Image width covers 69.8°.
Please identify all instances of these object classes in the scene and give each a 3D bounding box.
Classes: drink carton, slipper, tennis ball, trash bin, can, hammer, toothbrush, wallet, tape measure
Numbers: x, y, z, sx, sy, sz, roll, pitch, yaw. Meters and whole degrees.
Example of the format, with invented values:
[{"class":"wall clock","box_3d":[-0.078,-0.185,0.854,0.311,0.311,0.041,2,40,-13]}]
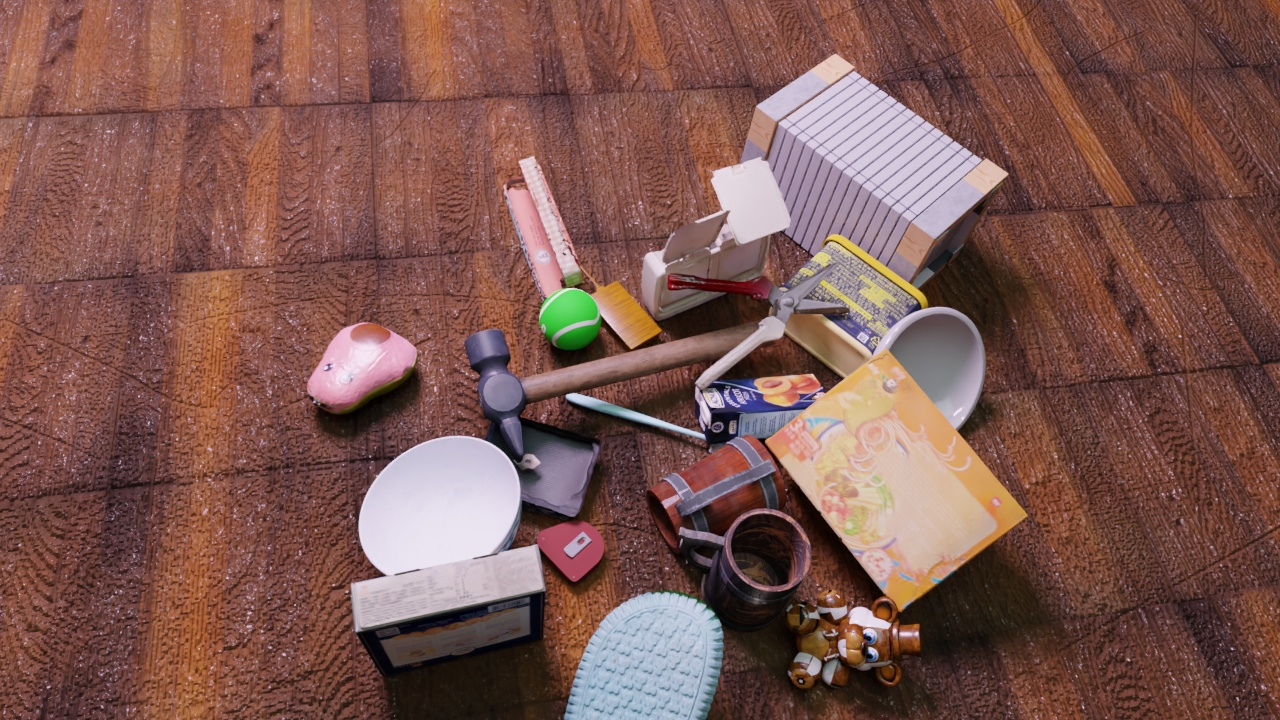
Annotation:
[{"class":"drink carton","box_3d":[0.123,0.049,0.936,0.130,0.040,0.064,-4,29,-9]},{"class":"slipper","box_3d":[-0.013,0.322,0.746,0.116,0.069,0.275,17,72,5]},{"class":"tennis ball","box_3d":[-0.074,-0.043,0.967,0.065,0.065,0.065,3,58,-5]},{"class":"trash bin","box_3d":[0.256,-0.203,1.062,0.142,0.143,0.247,-38,69,-26]},{"class":"can","box_3d":[0.225,-0.055,1.007,0.135,0.075,0.104,40,64,17]},{"class":"hammer","box_3d":[-0.006,0.005,0.929,0.321,0.040,0.129,-14,75,-19]},{"class":"toothbrush","box_3d":[0.008,0.064,0.939,0.181,0.017,0.016,18,29,7]},{"class":"wallet","box_3d":[-0.103,0.102,0.894,0.115,0.026,0.089,16,57,4]},{"class":"tape measure","box_3d":[-0.064,0.173,0.859,0.059,0.019,0.051,42,63,18]}]

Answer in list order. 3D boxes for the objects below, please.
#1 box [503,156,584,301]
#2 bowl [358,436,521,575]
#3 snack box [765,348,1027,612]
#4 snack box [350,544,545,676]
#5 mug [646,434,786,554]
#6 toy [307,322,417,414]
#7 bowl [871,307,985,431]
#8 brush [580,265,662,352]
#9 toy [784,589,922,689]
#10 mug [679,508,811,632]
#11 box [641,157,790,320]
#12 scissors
[{"class":"box","box_3d":[-0.113,-0.151,1.039,0.067,0.057,0.187,-31,60,12]},{"class":"bowl","box_3d":[-0.168,0.148,0.820,0.144,0.074,0.143,-6,51,8]},{"class":"snack box","box_3d":[0.233,0.111,0.864,0.145,0.080,0.195,-38,79,4]},{"class":"snack box","box_3d":[-0.151,0.207,0.751,0.144,0.145,0.042,-10,61,-13]},{"class":"mug","box_3d":[0.073,0.123,0.852,0.111,0.118,0.081,-24,77,-16]},{"class":"toy","box_3d":[-0.280,0.011,0.915,0.090,0.051,0.109,28,60,12]},{"class":"bowl","box_3d":[0.288,0.015,0.955,0.149,0.149,0.043,-22,21,-19]},{"class":"brush","box_3d":[-0.032,-0.061,1.012,0.048,0.017,0.126,-31,66,-23]},{"class":"toy","box_3d":[0.189,0.247,0.810,0.113,0.067,0.087,-4,89,20]},{"class":"mug","box_3d":[0.085,0.184,0.818,0.116,0.107,0.079,12,57,1]},{"class":"box","box_3d":[0.079,-0.110,0.957,0.143,0.181,0.080,-25,63,-13]},{"class":"scissors","box_3d":[0.113,-0.044,0.936,0.198,0.015,0.179,23,83,-10]}]
